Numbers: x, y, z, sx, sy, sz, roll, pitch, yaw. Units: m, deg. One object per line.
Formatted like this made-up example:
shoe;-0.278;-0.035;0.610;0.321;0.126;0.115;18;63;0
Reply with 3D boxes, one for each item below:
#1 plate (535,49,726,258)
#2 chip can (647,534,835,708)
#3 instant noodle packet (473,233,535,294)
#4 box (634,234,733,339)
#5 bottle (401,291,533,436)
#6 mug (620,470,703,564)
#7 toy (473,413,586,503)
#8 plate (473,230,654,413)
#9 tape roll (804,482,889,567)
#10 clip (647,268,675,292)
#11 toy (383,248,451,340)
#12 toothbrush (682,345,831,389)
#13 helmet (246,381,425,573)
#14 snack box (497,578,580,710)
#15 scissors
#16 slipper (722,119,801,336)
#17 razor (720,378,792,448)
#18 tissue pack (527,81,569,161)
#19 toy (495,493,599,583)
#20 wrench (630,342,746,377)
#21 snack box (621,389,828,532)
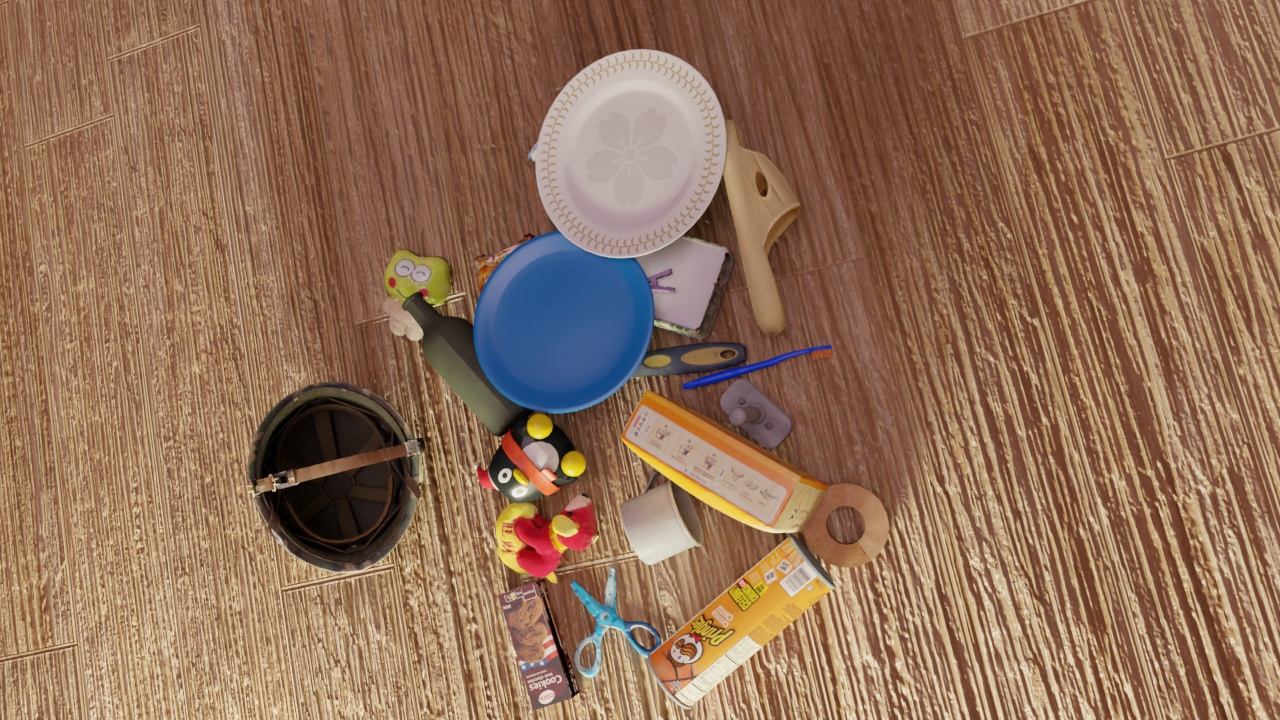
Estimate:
plate;-0.013;-0.239;1.069;0.243;0.016;0.242;-1;87;24
chip can;0.112;0.293;1.031;0.215;0.075;0.075;-42;76;6
instant noodle packet;-0.154;-0.085;1.161;0.098;0.039;0.135;-16;82;8
box;0.002;-0.109;1.119;0.206;0.050;0.117;18;86;15
bottle;-0.218;-0.001;1.139;0.071;0.071;0.207;-44;82;6
mug;0.023;0.177;1.071;0.070;0.084;0.113;-26;44;12
toy;-0.135;0.125;1.100;0.119;0.099;0.097;-41;97;-1
plate;-0.090;-0.046;1.090;0.224;0.024;0.224;-4;76;14
tape roll;0.232;0.186;1.038;0.094;0.027;0.094;-2;83;14
clip;0.020;-0.088;1.080;0.050;0.014;0.046;-37;78;3
toy;-0.294;-0.084;1.192;0.092;0.046;0.115;15;96;10
toothbrush;0.137;0.011;1.087;0.183;0.016;0.018;-16;85;12
helmet;-0.357;0.137;1.087;0.192;0.237;0.224;-14;68;-21
snack box;-0.123;0.341;1.107;0.051;0.031;0.141;-22;79;11
scissors;-0.030;0.316;1.099;0.134;0.012;0.134;6;84;15
slipper;0.147;-0.160;1.056;0.079;0.111;0.261;-12;85;15
razor;0.121;0.061;1.034;0.088;0.116;0.047;43;102;15
tissue pack;-0.037;-0.257;1.133;0.182;0.070;0.112;31;94;15
toy;-0.114;0.216;1.107;0.137;0.067;0.105;-17;87;20
wrench;-0.007;0.007;1.121;0.274;0.022;0.073;-6;83;14
snack box;0.091;0.119;1.008;0.195;0.145;0.080;29;91;25
